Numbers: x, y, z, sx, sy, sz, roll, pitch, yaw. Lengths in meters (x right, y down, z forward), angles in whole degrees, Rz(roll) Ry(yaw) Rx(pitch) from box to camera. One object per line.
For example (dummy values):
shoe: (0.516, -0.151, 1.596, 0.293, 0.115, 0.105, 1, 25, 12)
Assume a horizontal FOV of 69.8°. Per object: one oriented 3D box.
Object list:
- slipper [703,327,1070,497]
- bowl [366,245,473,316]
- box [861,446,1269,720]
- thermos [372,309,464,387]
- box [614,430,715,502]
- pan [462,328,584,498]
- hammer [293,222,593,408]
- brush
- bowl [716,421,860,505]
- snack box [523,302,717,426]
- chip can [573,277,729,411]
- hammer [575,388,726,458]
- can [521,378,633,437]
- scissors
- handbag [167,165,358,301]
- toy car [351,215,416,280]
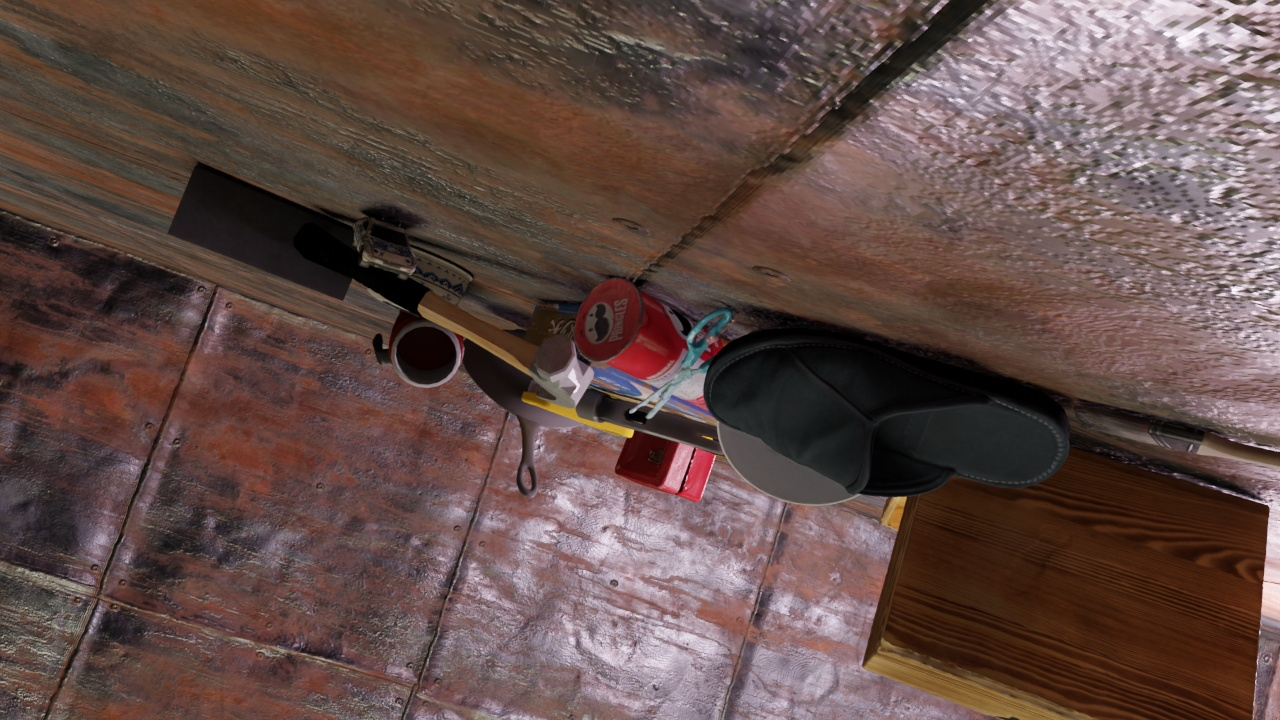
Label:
slipper: (0.168, 0.052, 0.663, 0.266, 0.083, 0.109, 13, 131, 15)
bowl: (-0.245, -0.083, 0.990, 0.115, 0.059, 0.115, 19, 173, 2)
box: (0.374, 0.221, 0.893, 0.279, 0.285, 0.337, 17, 156, 14)
thermos: (-0.270, -0.029, 1.113, 0.108, 0.084, 0.198, -13, -162, -8)
box: (0.052, 0.116, 1.333, 0.097, 0.157, 0.130, 27, 171, -29)
pan: (-0.137, 0.049, 1.158, 0.216, 0.024, 0.353, 24, -153, -20)
hammer: (-0.193, -0.048, 0.884, 0.328, 0.039, 0.131, 27, 165, 12)
brush: (0.369, 0.054, 0.609, 0.151, 0.012, 0.039, 14, 171, 30)
bowl: (0.142, 0.041, 0.768, 0.144, 0.144, 0.074, 18, -147, 7)
snack box: (-0.006, 0.006, 0.993, 0.202, 0.069, 0.155, 24, 172, -33)
chip can: (0.044, 0.001, 0.824, 0.073, 0.073, 0.232, 13, 171, 43)
hammer: (0.065, 0.094, 1.105, 0.170, 0.034, 0.324, 14, 174, 27)
can: (-0.061, 0.022, 1.119, 0.135, 0.104, 0.075, 22, 172, -23)
scissors: (0.051, 0.007, 0.771, 0.095, 0.015, 0.143, 5, 140, -39)
handbag: (-0.408, -0.146, 1.012, 0.175, 0.072, 0.196, 23, -177, -26)
toy car: (-0.229, -0.106, 0.823, 0.048, 0.040, 0.113, 16, -164, -29)
